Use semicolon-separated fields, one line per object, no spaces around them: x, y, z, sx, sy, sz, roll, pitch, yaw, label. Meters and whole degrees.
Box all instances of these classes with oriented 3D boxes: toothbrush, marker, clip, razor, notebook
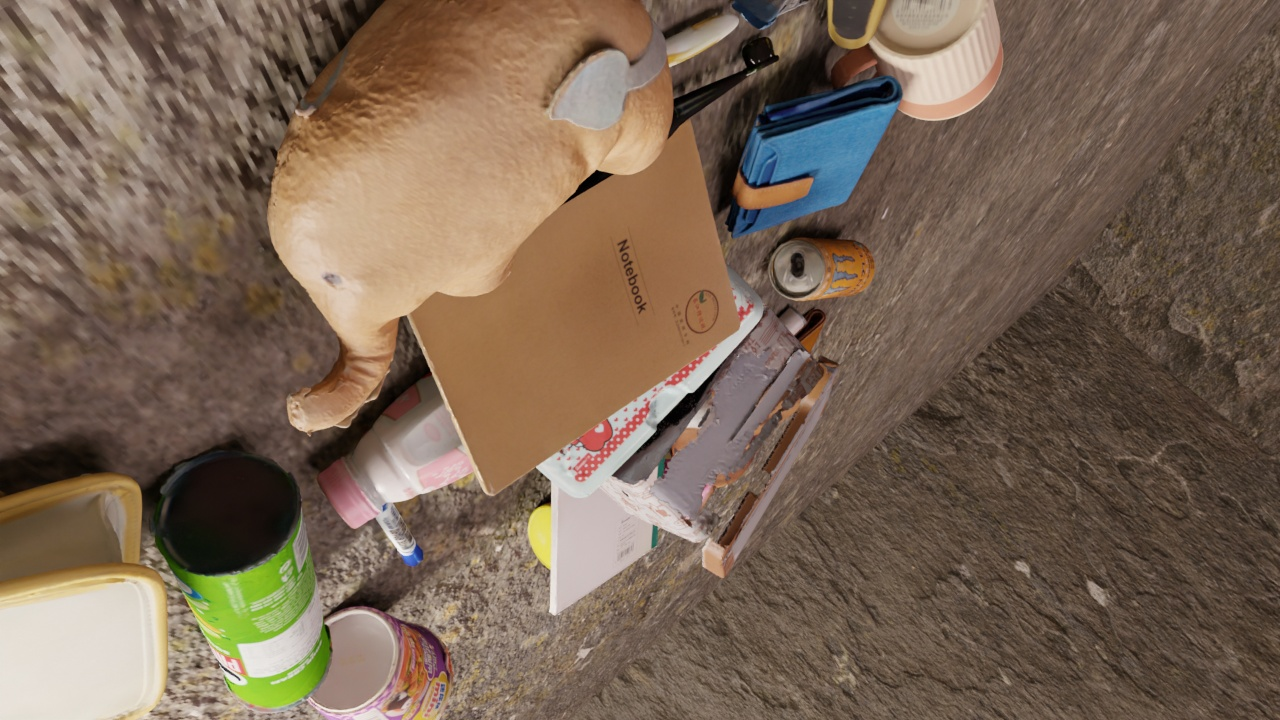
-0.019;-0.134;0.457;0.191;0.018;0.016;-33;160;-24;toothbrush
-0.182;0.127;0.684;0.016;0.017;0.146;-37;160;-19;marker
0.002;-0.128;0.506;0.212;0.027;0.026;-36;-156;-23;toothbrush
0.076;-0.201;0.502;0.056;0.024;0.028;-38;164;-26;clip
0.123;-0.225;0.505;0.167;0.062;0.067;60;45;-76;razor
-0.030;-0.035;0.533;0.207;0.008;0.148;-33;121;-28;notebook
0.095;0.025;1.012;0.221;0.027;0.026;-44;-166;1;toothbrush
-0.027;0.125;0.866;0.150;0.012;0.209;-25;128;-43;notebook

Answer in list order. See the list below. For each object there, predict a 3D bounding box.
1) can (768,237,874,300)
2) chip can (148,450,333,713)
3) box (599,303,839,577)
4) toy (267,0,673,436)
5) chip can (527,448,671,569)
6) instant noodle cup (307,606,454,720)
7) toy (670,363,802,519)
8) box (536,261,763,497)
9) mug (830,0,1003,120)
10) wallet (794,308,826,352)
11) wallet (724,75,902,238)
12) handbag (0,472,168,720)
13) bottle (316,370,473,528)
0.178;-0.089;0.887;0.058;0.058;0.145;-53;159;25;can
-0.225;0.139;0.540;0.072;0.072;0.237;-32;158;-31;chip can
0.078;0.070;0.735;0.181;0.168;0.151;-52;-154;-14;box
-0.085;-0.067;0.372;0.226;0.082;0.143;-42;142;6;toy
-0.022;0.152;0.976;0.210;0.071;0.072;-20;150;-50;chip can
-0.222;0.256;0.754;0.111;0.111;0.099;-38;151;-15;instant noodle cup
0.082;0.052;0.906;0.139;0.130;0.200;-66;179;-50;toy
-0.003;0.006;0.664;0.202;0.099;0.095;-47;160;12;box
0.184;-0.213;0.623;0.115;0.081;0.105;-24;166;20;mug
0.168;0.010;1.111;0.118;0.035;0.131;-34;157;-27;wallet
0.115;-0.137;0.637;0.106;0.040;0.133;-18;162;-10;wallet
-0.303;0.121;0.388;0.178;0.063;0.164;-10;144;-34;handbag
-0.104;0.029;0.565;0.196;0.068;0.068;-35;160;-13;bottle
